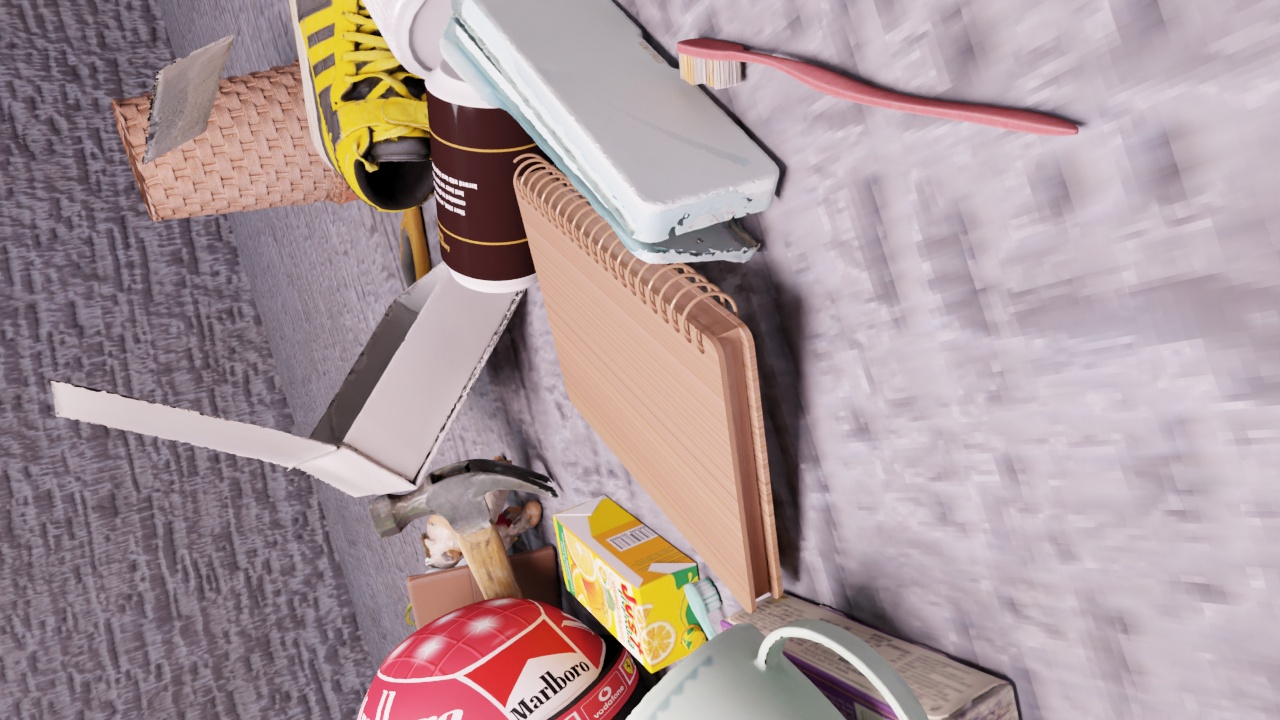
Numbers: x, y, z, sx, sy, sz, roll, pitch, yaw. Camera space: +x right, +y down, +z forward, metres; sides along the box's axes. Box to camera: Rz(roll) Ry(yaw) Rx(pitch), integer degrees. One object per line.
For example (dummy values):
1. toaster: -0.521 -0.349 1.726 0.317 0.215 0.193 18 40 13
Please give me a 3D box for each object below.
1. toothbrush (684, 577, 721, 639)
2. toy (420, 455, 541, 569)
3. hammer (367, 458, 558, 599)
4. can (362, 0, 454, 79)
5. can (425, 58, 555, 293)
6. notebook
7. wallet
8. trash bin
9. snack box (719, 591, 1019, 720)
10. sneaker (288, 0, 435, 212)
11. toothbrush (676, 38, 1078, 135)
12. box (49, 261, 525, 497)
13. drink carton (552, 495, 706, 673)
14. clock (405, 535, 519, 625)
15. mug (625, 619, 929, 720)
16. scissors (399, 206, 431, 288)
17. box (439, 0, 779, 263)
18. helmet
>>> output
1. toothbrush: 0.060 0.184 0.508 0.135 0.017 0.022 63 153 12
2. toy: -0.141 0.133 0.775 0.074 0.105 0.085 57 166 -16
3. hammer: -0.099 0.220 0.756 0.033 0.132 0.331 -130 21 -59
4. can: -0.132 -0.235 0.543 0.136 0.078 0.078 58 151 27
5. can: -0.085 -0.110 0.538 0.072 0.071 0.129 48 145 41
6. notebook: -0.003 0.003 0.463 0.210 0.022 0.169 44 152 49
7. wallet: -0.128 0.200 0.767 0.013 0.121 0.087 -119 23 -55
8. trash bin: -0.396 -0.217 0.923 0.151 0.209 0.151 42 142 45
9. snack box: 0.102 0.189 0.396 0.144 0.040 0.148 3 109 63
10. sneaker: -0.186 -0.214 0.654 0.122 0.085 0.239 48 143 33
11. toothbrush: 0.068 -0.093 0.316 0.184 0.015 0.016 35 139 50
12. box: -0.271 0.055 0.610 0.167 0.411 0.149 -19 93 58
13. drink carton: -0.007 0.138 0.579 0.122 0.041 0.058 24 127 56
14. clock: -0.157 0.206 0.831 0.057 0.117 0.083 48 146 28
15. mug: 0.057 0.151 0.333 0.104 0.084 0.111 40 112 31
16. scissors: -0.218 -0.161 0.830 0.226 0.016 0.226 53 148 32
17. box: -0.022 -0.118 0.409 0.071 0.085 0.199 -54 54 25
18. helmet: -0.083 0.278 0.629 0.272 0.197 0.224 -16 97 46
